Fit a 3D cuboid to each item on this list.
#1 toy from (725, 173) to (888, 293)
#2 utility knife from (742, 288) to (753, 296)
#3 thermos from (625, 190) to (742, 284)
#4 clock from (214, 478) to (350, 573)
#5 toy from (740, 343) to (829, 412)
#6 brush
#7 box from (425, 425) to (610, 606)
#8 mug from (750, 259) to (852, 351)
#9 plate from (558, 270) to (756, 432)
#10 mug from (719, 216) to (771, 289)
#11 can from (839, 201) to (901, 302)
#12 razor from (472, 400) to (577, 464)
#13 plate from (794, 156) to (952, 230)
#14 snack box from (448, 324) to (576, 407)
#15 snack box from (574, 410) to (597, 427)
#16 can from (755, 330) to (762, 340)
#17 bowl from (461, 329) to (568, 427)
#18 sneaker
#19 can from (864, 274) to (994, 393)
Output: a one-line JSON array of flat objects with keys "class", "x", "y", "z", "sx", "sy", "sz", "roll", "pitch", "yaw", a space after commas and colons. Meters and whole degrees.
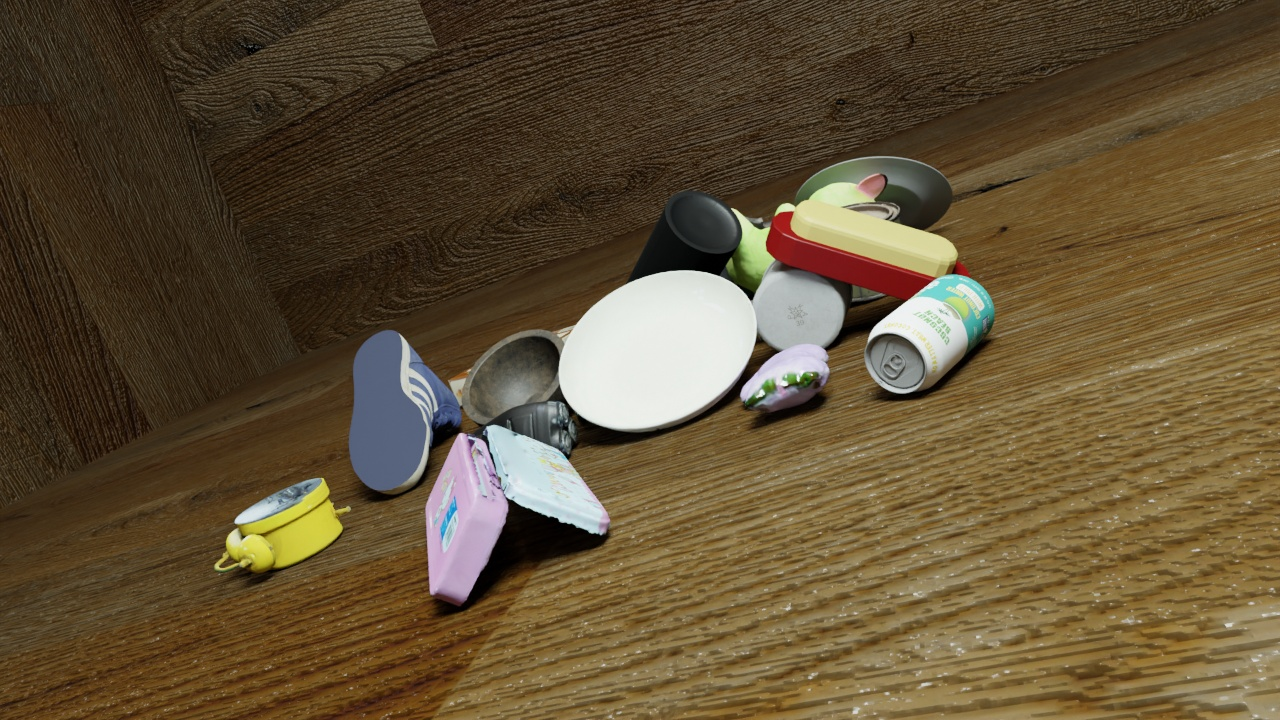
[{"class": "toy", "x": 0.192, "y": -0.130, "z": 1.028, "sx": 0.197, "sy": 0.107, "sz": 0.150, "roll": -12, "pitch": -30, "yaw": 6}, {"class": "utility knife", "x": 0.159, "y": -0.102, "z": 1.178, "sx": 0.166, "sy": 0.015, "sz": 0.022, "roll": -32, "pitch": 16, "yaw": -33}, {"class": "thermos", "x": 0.033, "y": -0.088, "z": 1.018, "sx": 0.085, "sy": 0.086, "sz": 0.199, "roll": -31, "pitch": -18, "yaw": -36}, {"class": "clock", "x": -0.324, "y": 0.151, "z": 0.820, "sx": 0.118, "sy": 0.057, "sz": 0.083, "roll": -30, "pitch": 15, "yaw": -33}, {"class": "toy", "x": 0.108, "y": 0.017, "z": 0.700, "sx": 0.080, "sy": 0.036, "sz": 0.099, "roll": -28, "pitch": 4, "yaw": 20}, {"class": "brush", "x": 0.196, "y": -0.095, "z": 0.787, "sx": 0.173, "sy": 0.042, "sz": 0.082, "roll": 18, "pitch": 28, "yaw": 7}, {"class": "box", "x": -0.095, "y": 0.111, "z": 0.664, "sx": 0.090, "sy": 0.091, "sz": 0.214, "roll": -66, "pitch": 15, "yaw": 0}, {"class": "mug", "x": 0.132, "y": -0.049, "z": 0.827, "sx": 0.113, "sy": 0.084, "sz": 0.070, "roll": -15, "pitch": 16, "yaw": 23}, {"class": "plate", "x": 0.017, "y": -0.004, "z": 0.814, "sx": 0.182, "sy": 0.034, "sz": 0.182, "roll": -14, "pitch": 45, "yaw": 14}, {"class": "mug", "x": 0.131, "y": -0.139, "z": 1.120, "sx": 0.107, "sy": 0.116, "sz": 0.080, "roll": -11, "pitch": 51, "yaw": -5}, {"class": "can", "x": 0.220, "y": -0.111, "z": 0.922, "sx": 0.090, "sy": 0.075, "sz": 0.089, "roll": -13, "pitch": 24, "yaw": 6}, {"class": "razor", "x": -0.111, "y": 0.072, "z": 0.837, "sx": 0.067, "sy": 0.054, "sz": 0.152, "roll": 2, "pitch": -12, "yaw": -35}, {"class": "plate", "x": 0.270, "y": -0.180, "z": 1.072, "sx": 0.178, "sy": 0.012, "sz": 0.179, "roll": 4, "pitch": -24, "yaw": 2}, {"class": "snack box", "x": -0.151, "y": 0.006, "z": 1.195, "sx": 0.143, "sy": 0.041, "sz": 0.146, "roll": -13, "pitch": 15, "yaw": 38}, {"class": "snack box", "x": -0.005, "y": 0.005, "z": 0.924, "sx": 0.121, "sy": 0.045, "sz": 0.180, "roll": -20, "pitch": 12, "yaw": 8}, {"class": "can", "x": 0.148, "y": -0.050, "z": 0.911, "sx": 0.079, "sy": 0.038, "sz": 0.038, "roll": -19, "pitch": 12, "yaw": 13}, {"class": "bowl", "x": -0.116, "y": 0.032, "z": 0.939, "sx": 0.121, "sy": 0.056, "sz": 0.121, "roll": -17, "pitch": 45, "yaw": 17}, {"class": "sneaker", "x": -0.247, "y": 0.082, "z": 0.999, "sx": 0.091, "sy": 0.118, "sz": 0.233, "roll": -30, "pitch": 45, "yaw": 2}, {"class": "can", "x": 0.201, "y": -0.019, "z": 0.637, "sx": 0.101, "sy": 0.055, "sz": 0.055, "roll": -32, "pitch": 15, "yaw": -39}]
